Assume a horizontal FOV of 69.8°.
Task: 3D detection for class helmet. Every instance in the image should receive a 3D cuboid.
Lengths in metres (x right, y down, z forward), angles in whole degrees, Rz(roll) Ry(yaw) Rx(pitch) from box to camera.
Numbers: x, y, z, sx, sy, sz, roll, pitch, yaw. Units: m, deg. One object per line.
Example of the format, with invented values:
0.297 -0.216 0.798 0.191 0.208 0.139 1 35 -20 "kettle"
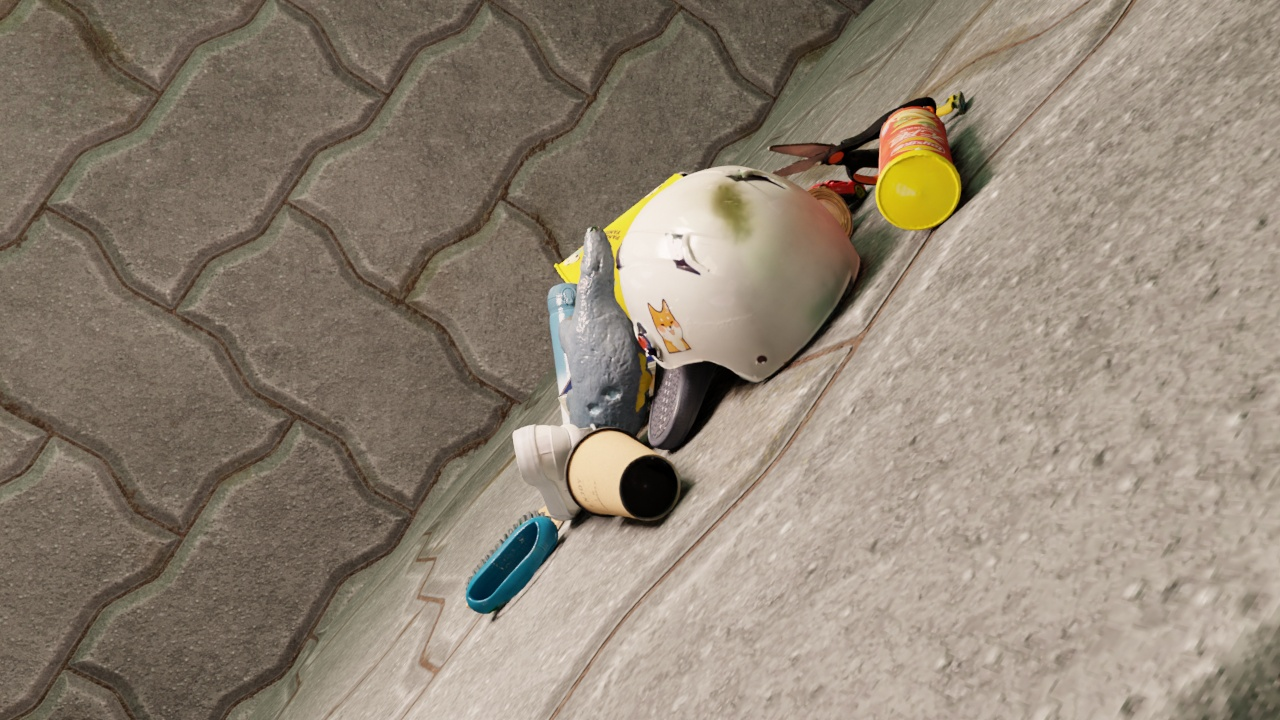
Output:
0.077 -0.111 0.936 0.229 0.157 0.274 -48 40 -16 "helmet"

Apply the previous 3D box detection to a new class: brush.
-0.153 0.247 1.098 0.144 0.055 0.073 -47 23 1 "brush"

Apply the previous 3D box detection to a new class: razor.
0.326 -0.263 1.081 0.133 0.028 0.043 -44 12 38 "razor"

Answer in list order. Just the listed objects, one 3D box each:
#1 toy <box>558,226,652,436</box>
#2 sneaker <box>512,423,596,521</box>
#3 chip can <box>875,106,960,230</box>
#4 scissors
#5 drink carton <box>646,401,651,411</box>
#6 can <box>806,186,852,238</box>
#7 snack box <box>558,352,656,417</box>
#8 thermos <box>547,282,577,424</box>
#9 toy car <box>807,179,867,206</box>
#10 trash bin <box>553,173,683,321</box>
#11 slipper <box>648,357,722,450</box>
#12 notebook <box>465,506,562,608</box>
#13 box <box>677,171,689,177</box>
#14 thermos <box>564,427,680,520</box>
-0.045 0.022 1.092 0.091 0.357 0.138 -11 29 -26 "toy"
-0.078 0.123 1.061 0.091 0.089 0.242 -14 -21 -1 "sneaker"
0.265 -0.191 0.889 0.073 0.073 0.216 -44 9 28 "chip can"
0.231 -0.239 1.010 0.205 0.021 0.224 -39 -28 28 "scissors"
-0.020 0.057 1.307 0.053 0.045 0.122 -32 9 -1 "drink carton"
0.189 -0.149 1.080 0.075 0.075 0.111 -52 9 -27 "can"
-0.007 0.007 1.252 0.178 0.046 0.182 -20 16 14 "snack box"
-0.100 -0.007 1.390 0.070 0.220 0.070 -8 -10 -2 "thermos"
0.229 -0.202 1.123 0.106 0.031 0.049 -12 -13 -36 "toy car"
0.026 -0.159 1.533 0.255 0.229 0.229 -42 8 4 "trash bin"
0.069 -0.002 1.063 0.111 0.083 0.267 125 162 -47 "slipper"
-0.157 0.249 1.258 0.212 0.012 0.149 -41 12 42 "notebook"
0.051 -0.198 1.688 0.261 0.177 0.082 -47 8 8 "box"
-0.017 0.115 0.896 0.093 0.093 0.143 -50 16 -12 "thermos"
